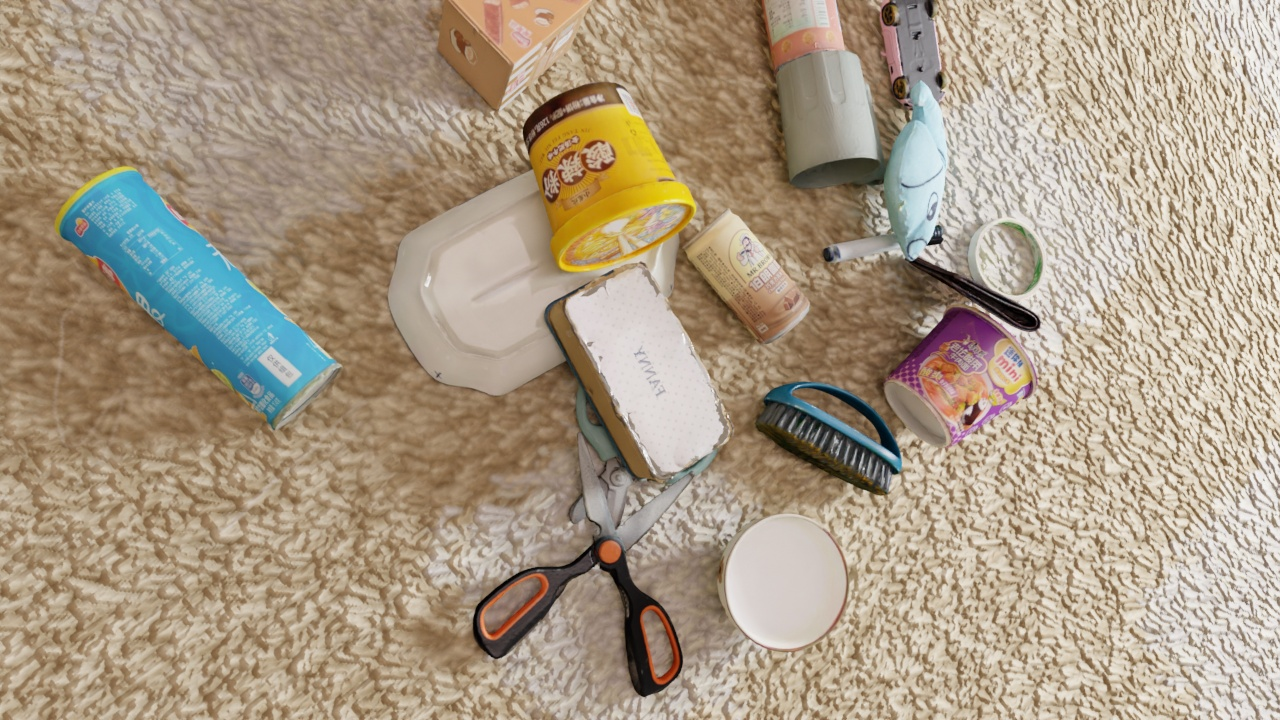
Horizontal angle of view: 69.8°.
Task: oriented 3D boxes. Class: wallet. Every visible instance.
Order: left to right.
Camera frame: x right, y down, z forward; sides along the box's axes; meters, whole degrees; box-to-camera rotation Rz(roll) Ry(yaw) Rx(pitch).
[{"bbox_3d":[0.305,-0.066,0.853,0.096,0.122,0.020,27,103,-12],"label":"wallet"}]

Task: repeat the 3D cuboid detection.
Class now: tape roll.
[{"bbox_3d":[0.372,-0.102,0.930,0.085,0.014,0.085,2,82,-17],"label":"tape roll"}]

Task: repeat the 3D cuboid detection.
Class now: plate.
[{"bbox_3d":[-0.082,-0.082,0.780,0.265,0.034,0.162,-30,92,-18],"label":"plate"}]

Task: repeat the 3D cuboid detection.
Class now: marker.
[{"bbox_3d":[0.237,-0.112,0.888,0.130,0.018,0.022,-13,51,-19],"label":"marker"}]

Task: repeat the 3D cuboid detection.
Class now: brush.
[{"bbox_3d":[0.175,0.063,0.827,0.144,0.055,0.073,30,77,-10],"label":"brush"}]

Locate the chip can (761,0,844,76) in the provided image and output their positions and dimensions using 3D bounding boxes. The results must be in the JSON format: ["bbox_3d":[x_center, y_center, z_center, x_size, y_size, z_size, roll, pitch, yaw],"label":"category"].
[{"bbox_3d":[0.142,-0.378,0.868,0.071,0.071,0.214,-8,85,-18],"label":"chip can"}]

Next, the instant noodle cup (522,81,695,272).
[{"bbox_3d":[-0.031,-0.147,0.729,0.118,0.119,0.114,-19,81,-18],"label":"instant noodle cup"}]

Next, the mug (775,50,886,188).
[{"bbox_3d":[0.186,-0.222,0.864,0.123,0.084,0.103,-3,81,-44],"label":"mug"}]

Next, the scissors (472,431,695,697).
[{"bbox_3d":[-0.036,0.177,0.762,0.220,0.022,0.233,-22,93,-17],"label":"scissors"}]

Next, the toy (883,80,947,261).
[{"bbox_3d":[0.261,-0.179,0.863,0.155,0.050,0.161,-28,116,-53],"label":"toy"}]

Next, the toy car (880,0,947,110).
[{"bbox_3d":[0.270,-0.311,0.917,0.056,0.037,0.122,-14,99,-15],"label":"toy car"}]

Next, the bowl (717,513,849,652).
[{"bbox_3d":[0.114,0.189,0.788,0.113,0.062,0.113,3,80,-16],"label":"bowl"}]

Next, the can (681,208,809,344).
[{"bbox_3d":[0.094,-0.074,0.819,0.058,0.059,0.116,-43,96,-17],"label":"can"}]

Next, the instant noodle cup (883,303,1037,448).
[{"bbox_3d":[0.288,0.021,0.844,0.099,0.112,0.111,-39,95,-10],"label":"instant noodle cup"}]

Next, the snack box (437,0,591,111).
[{"bbox_3d":[-0.108,-0.281,0.768,0.077,0.093,0.094,45,73,-6],"label":"snack box"}]

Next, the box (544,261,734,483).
[{"bbox_3d":[-0.004,0.004,0.746,0.089,0.062,0.184,-28,93,-19],"label":"box"}]

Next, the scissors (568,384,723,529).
[{"bbox_3d":[-0.016,0.062,0.789,0.176,0.019,0.172,-40,97,-14],"label":"scissors"}]

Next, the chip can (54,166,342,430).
[{"bbox_3d":[-0.325,-0.044,0.684,0.210,0.071,0.071,45,73,-7],"label":"chip can"}]
